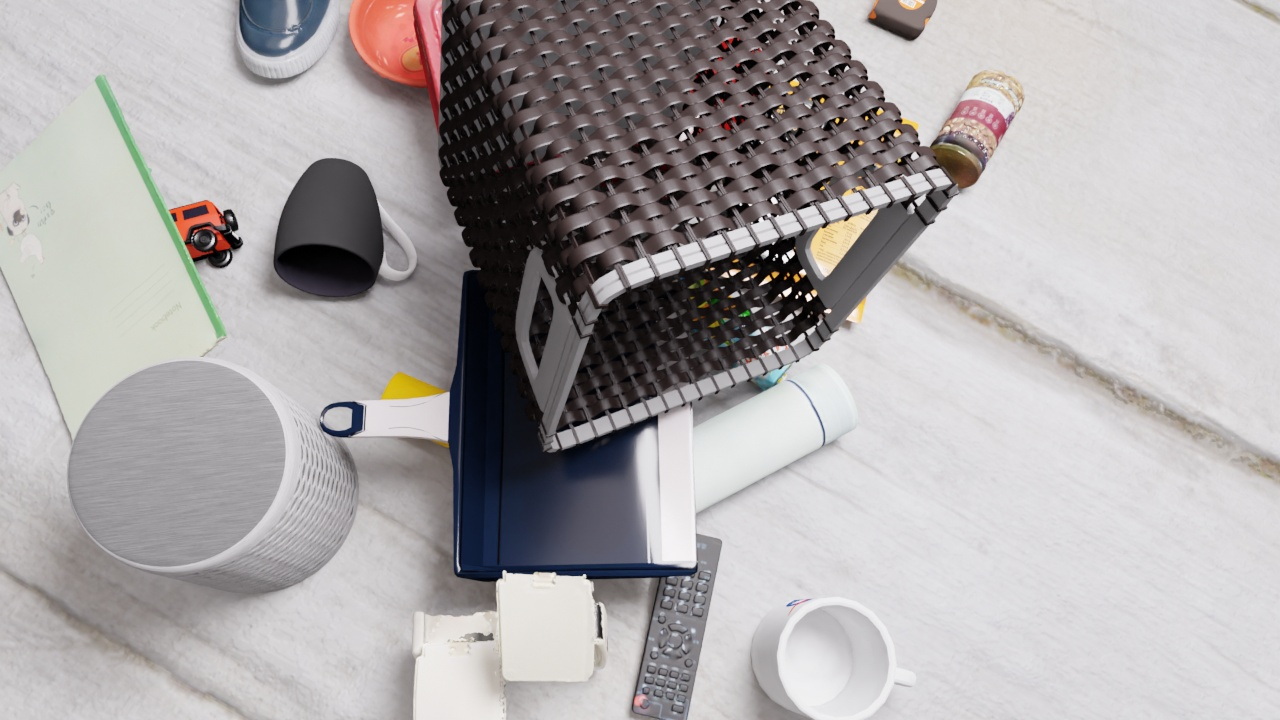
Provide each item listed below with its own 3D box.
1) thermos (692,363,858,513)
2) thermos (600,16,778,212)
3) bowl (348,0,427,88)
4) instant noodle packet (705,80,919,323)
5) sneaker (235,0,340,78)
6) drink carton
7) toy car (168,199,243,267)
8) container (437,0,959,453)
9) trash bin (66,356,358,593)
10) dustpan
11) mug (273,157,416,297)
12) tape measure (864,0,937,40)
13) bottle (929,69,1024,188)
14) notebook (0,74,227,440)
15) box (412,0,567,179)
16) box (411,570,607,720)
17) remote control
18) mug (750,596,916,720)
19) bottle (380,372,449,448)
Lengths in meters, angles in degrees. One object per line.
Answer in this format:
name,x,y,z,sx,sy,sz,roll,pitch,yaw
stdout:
thermos,0.072,0.079,0.774,0.230,0.068,0.068,-26,79,-11
thermos,0.056,-0.212,0.840,0.108,0.084,0.198,28,75,20
bowl,-0.203,-0.305,0.861,0.130,0.045,0.130,2,75,-6
instant noodle packet,0.160,-0.159,0.866,0.160,0.032,0.220,20,74,2
sneaker,-0.327,-0.378,0.846,0.089,0.087,0.235,1,74,-6
drink carton,0.081,-0.027,0.818,0.129,0.039,0.044,42,75,6
toy car,-0.395,-0.101,0.782,0.100,0.051,0.048,-18,80,-11
container,0.008,-0.121,0.632,0.245,0.248,0.243,-19,71,-21
trash bin,-0.303,0.088,0.671,0.156,0.183,0.156,2,74,-6
dustpan,-0.099,0.047,0.704,0.273,0.080,0.236,-3,75,6
mug,-0.250,-0.114,0.794,0.118,0.085,0.100,16,57,-32
tape measure,0.268,-0.361,0.932,0.058,0.038,0.058,25,87,2
bottle,0.324,-0.224,0.889,0.056,0.056,0.105,33,74,3
notebook,-0.446,-0.079,0.747,0.182,0.010,0.252,-33,79,17
box,-0.123,-0.243,0.803,0.128,0.087,0.158,-14,103,-18
box,-0.094,0.224,0.643,0.143,0.188,0.104,-4,60,-1
remote control,0.030,0.217,0.757,0.047,0.022,0.150,14,76,-2
mug,0.157,0.239,0.726,0.121,0.090,0.091,16,74,-2
bottle,-0.145,0.057,0.769,0.143,0.043,0.043,23,74,1
